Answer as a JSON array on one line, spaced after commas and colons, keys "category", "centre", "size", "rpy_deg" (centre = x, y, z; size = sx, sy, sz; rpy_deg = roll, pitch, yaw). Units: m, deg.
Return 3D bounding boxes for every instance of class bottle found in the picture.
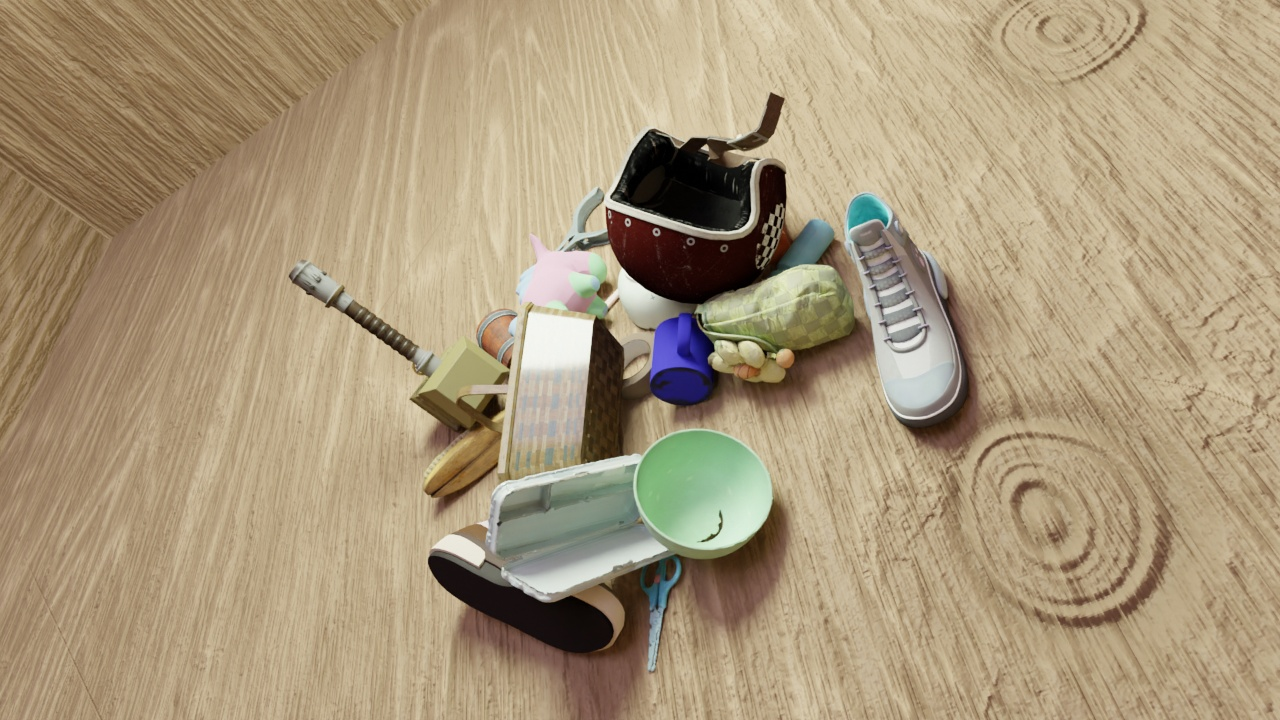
[{"category": "bottle", "centre": [0.202, -0.125, 1.192], "size": [0.040, 0.040, 0.130], "rpy_deg": [23, 72, 48]}]

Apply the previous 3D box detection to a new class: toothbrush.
[{"category": "toothbrush", "centre": [-0.017, -0.125, 1.395], "size": [0.181, 0.018, 0.016], "rpy_deg": [-48, 32, -5]}]

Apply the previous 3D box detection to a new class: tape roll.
[{"category": "tape roll", "centre": [-0.007, 0.007, 1.256], "size": [0.094, 0.030, 0.093], "rpy_deg": [-23, 43, 23]}]

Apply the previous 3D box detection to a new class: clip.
[{"category": "clip", "centre": [-0.062, -0.223, 1.514], "size": [0.165, 0.031, 0.168], "rpy_deg": [3, 58, 44]}]

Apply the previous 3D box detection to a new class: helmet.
[{"category": "helmet", "centre": [0.077, -0.196, 1.146], "size": [0.233, 0.233, 0.254], "rpy_deg": [24, 100, 31]}]

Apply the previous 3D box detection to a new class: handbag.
[{"category": "handbag", "centre": [0.161, -0.035, 1.092], "size": [0.187, 0.113, 0.116], "rpy_deg": [-17, 54, 27]}]

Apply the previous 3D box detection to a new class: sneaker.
[{"category": "sneaker", "centre": [0.272, -0.062, 0.982], "size": [0.093, 0.160, 0.256], "rpy_deg": [-21, 42, 25]}, {"category": "sneaker", "centre": [-0.116, 0.251, 1.089], "size": [0.294, 0.112, 0.116], "rpy_deg": [4, 36, 41]}]

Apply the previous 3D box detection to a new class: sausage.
[{"category": "sausage", "centre": [0.177, -0.190, 1.268], "size": [0.039, 0.044, 0.164], "rpy_deg": [-7, 46, 2]}]

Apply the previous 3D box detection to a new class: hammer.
[{"category": "hammer", "centre": [-0.362, -0.034, 1.330], "size": [0.100, 0.325, 0.190], "rpy_deg": [-56, 13, -16]}]

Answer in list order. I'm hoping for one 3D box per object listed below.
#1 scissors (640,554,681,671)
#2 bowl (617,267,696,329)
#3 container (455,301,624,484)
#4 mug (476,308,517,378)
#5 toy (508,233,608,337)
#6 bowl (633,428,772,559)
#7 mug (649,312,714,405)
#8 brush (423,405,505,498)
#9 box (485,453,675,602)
[{"category": "scissors", "centre": [0.019, 0.275, 1.011], "size": [0.056, 0.015, 0.136], "rpy_deg": [-17, 52, 31]}, {"category": "bowl", "centre": [0.029, -0.125, 1.313], "size": [0.154, 0.073, 0.153], "rpy_deg": [-21, 44, 22]}, {"category": "container", "centre": [-0.133, 0.063, 1.183], "size": [0.187, 0.157, 0.249], "rpy_deg": [-5, 65, 19]}, {"category": "mug", "centre": [-0.179, -0.027, 1.406], "size": [0.117, 0.081, 0.111], "rpy_deg": [-26, 40, -17]}, {"category": "toy", "centre": [-0.135, -0.094, 1.374], "size": [0.171, 0.120, 0.221], "rpy_deg": [13, 47, 36]}, {"category": "bowl", "centre": [0.065, 0.156, 1.005], "size": [0.151, 0.077, 0.150], "rpy_deg": [2, 51, -2]}, {"category": "mug", "centre": [0.054, -0.009, 1.158], "size": [0.079, 0.111, 0.083], "rpy_deg": [3, 51, 3]}, {"category": "brush", "centre": [-0.233, 0.125, 1.318], "size": [0.195, 0.059, 0.043], "rpy_deg": [-40, 30, 1]}, {"category": "box", "centre": [-0.056, 0.171, 1.007], "size": [0.130, 0.210, 0.106], "rpy_deg": [19, 112, 43]}]
